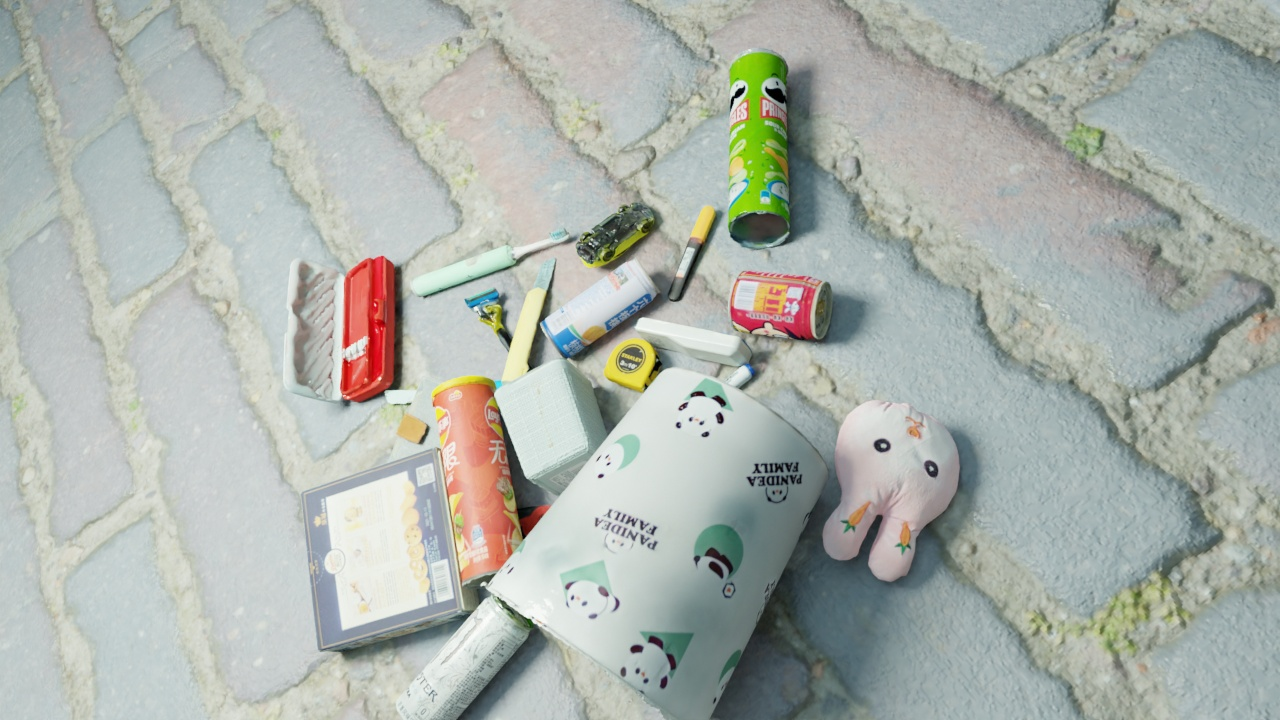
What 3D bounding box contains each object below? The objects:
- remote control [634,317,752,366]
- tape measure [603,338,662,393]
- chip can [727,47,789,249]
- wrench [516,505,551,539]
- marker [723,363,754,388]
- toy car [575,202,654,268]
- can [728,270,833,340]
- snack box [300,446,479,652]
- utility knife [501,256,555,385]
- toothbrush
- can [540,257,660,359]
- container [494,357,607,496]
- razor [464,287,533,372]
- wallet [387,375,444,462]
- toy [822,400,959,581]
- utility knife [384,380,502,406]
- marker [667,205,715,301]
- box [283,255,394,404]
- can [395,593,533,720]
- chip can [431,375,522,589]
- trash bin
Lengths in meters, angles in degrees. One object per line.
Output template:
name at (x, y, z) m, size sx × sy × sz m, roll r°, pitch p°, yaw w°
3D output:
remote control at (0.056, -0.019, 0.986) m, size 0.125 × 0.049 × 0.024 m, roll 13°, pitch 73°, yaw 29°
tape measure at (-0.006, 0.006, 1.013) m, size 0.060 × 0.029 × 0.057 m, roll 18°, pitch 74°, yaw 30°
chip can at (0.136, -0.246, 1.054) m, size 0.072 × 0.072 × 0.235 m, roll -7°, pitch 63°, yaw 21°
wrench at (-0.211, 0.188, 1.020) m, size 0.274 × 0.016 × 0.056 m, roll -7°, pitch 67°, yaw 21°
marker at (0.060, 0.053, 0.967) m, size 0.146 × 0.017 × 0.017 m, roll -38°, pitch 56°, yaw 2°
toy car at (-0.028, -0.149, 1.102) m, size 0.105 × 0.032 × 0.048 m, roll -39°, pitch 55°, yaw -13°
can at (0.146, -0.057, 0.954) m, size 0.094 × 0.066 × 0.066 m, roll 8°, pitch 68°, yaw 27°
snack box at (-0.276, 0.207, 1.001) m, size 0.183 × 0.045 × 0.177 m, roll -19°, pitch 70°, yaw 15°
utility knife at (-0.132, -0.047, 1.092) m, size 0.031 × 0.021 × 0.201 m, roll 2°, pitch 62°, yaw 15°
toothbrush at (-0.191, -0.125, 1.164) m, size 0.225 × 0.027 × 0.026 m, roll -17°, pitch 53°, yaw 16°
can at (-0.046, -0.060, 1.049) m, size 0.134 × 0.053 × 0.053 m, roll -35°, pitch 56°, yaw 4°
container at (-0.088, 0.075, 0.981) m, size 0.090 × 0.090 × 0.111 m, roll -27°, pitch 60°, yaw 10°
razor at (-0.164, -0.028, 1.107) m, size 0.042 × 0.022 × 0.142 m, roll -26°, pitch 60°, yaw -16°
wallet at (-0.239, 0.089, 1.062) m, size 0.107 × 0.037 × 0.129 m, roll 19°, pitch 82°, yaw 28°
toy at (0.223, 0.113, 0.822) m, size 0.121 × 0.054 × 0.159 m, roll 23°, pitch 74°, yaw -8°
utility knife at (-0.211, 0.040, 1.093) m, size 0.235 × 0.018 × 0.034 m, roll -2°, pitch 78°, yaw 23°
marker at (0.059, -0.123, 1.060) m, size 0.018 × 0.015 × 0.123 m, roll 15°, pitch 74°, yaw 31°
box at (-0.383, -0.049, 1.167) m, size 0.110 × 0.100 × 0.201 m, roll -24°, pitch 57°, yaw 25°
can at (-0.175, 0.305, 0.917) m, size 0.146 × 0.058 × 0.058 m, roll -49°, pitch 56°, yaw -5°
chip can at (-0.171, 0.127, 0.971) m, size 0.073 × 0.073 × 0.216 m, roll -19°, pitch 68°, yaw 14°
trash bin at (0.027, 0.160, 0.814) m, size 0.230 × 0.230 × 0.251 m, roll 25°, pitch 71°, yaw 32°
